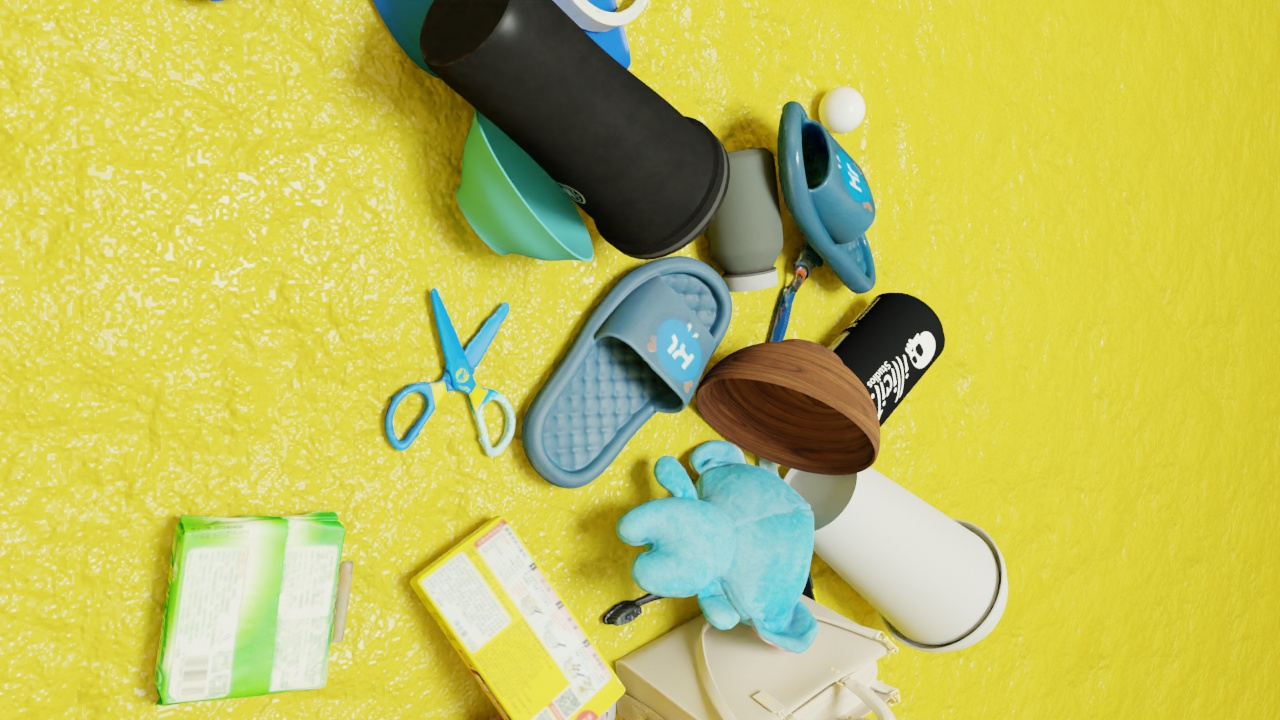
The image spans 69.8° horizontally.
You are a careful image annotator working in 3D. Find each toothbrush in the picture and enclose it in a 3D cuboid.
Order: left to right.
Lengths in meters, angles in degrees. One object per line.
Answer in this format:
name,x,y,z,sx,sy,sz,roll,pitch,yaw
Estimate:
toothbrush,0.046,0.181,0.761,0.187,0.017,0.014,-16,102,-36

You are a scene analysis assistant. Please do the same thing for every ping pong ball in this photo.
ping pong ball,0.177,-0.220,0.805,0.040,0.040,0.040,-4,97,-37

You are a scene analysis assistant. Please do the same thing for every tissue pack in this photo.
tissue pack,-0.226,0.145,0.539,0.099,0.034,0.114,8,90,-35

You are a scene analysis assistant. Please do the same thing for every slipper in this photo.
slipper,-0.004,0.004,0.680,0.213,0.059,0.104,-47,117,-23
slipper,0.163,-0.135,0.764,0.213,0.059,0.103,43,38,-49

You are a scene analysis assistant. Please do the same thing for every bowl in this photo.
bowl,-0.085,-0.103,0.598,0.046,0.121,0.121,-33,121,14
bowl,0.124,0.025,0.728,0.147,0.148,0.068,42,61,-32

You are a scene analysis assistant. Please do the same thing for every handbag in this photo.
handbag,0.110,0.257,0.702,0.194,0.198,0.101,-18,104,-35

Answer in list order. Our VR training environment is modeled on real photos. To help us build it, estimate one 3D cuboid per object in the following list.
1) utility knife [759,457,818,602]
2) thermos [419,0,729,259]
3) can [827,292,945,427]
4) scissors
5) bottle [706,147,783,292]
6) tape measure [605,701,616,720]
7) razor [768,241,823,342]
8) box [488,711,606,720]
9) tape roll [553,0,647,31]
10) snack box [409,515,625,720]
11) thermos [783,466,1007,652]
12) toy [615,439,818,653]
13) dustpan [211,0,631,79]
utility knife,0.135,0.173,0.827,0.028,0.020,0.198,-29,109,-36
thermos,-0.035,-0.153,0.581,0.218,0.106,0.105,32,75,-50
can,0.205,0.008,0.823,0.145,0.080,0.080,-43,118,-26
scissors,-0.118,0.015,0.621,0.125,0.016,0.125,44,70,-35
bottle,0.082,-0.112,0.732,0.060,0.060,0.108,-16,104,-35
tape measure,-0.049,0.270,0.696,0.064,0.017,0.065,28,78,-36
razor,0.126,-0.040,0.798,0.044,0.018,0.141,34,76,-58
box,-0.121,0.302,0.616,0.232,0.041,0.098,-13,100,-30
tape roll,-0.030,-0.268,0.606,0.093,0.019,0.094,0,91,-45
snack box,-0.082,0.188,0.622,0.075,0.025,0.152,-35,92,-32
thermos,0.224,0.166,0.827,0.222,0.132,0.131,38,72,-30
toy,0.054,0.147,0.706,0.180,0.115,0.183,-1,59,-37
dustpan,-0.141,-0.262,0.549,0.256,0.060,0.246,-35,115,-40
